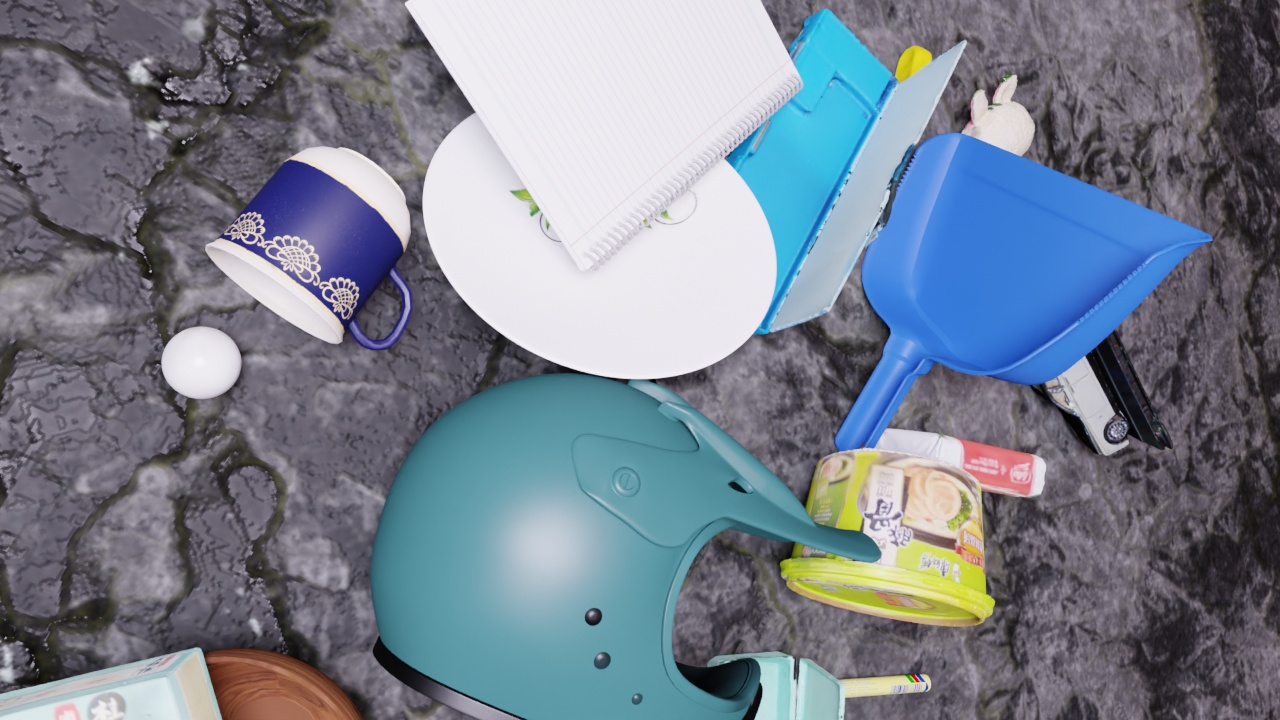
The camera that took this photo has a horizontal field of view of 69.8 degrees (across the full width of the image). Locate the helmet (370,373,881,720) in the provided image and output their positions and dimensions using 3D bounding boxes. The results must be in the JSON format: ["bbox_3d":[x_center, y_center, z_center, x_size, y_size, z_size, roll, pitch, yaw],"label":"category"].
[{"bbox_3d":[-0.010,0.113,0.537,0.274,0.177,0.200,26,79,-13],"label":"helmet"}]

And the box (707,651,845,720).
[{"bbox_3d":[0.097,0.307,0.637,0.077,0.093,0.188,6,86,-27],"label":"box"}]

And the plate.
[{"bbox_3d":[-0.024,-0.080,0.590,0.229,0.030,0.229,9,56,-14],"label":"plate"}]

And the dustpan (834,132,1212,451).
[{"bbox_3d":[0.232,-0.027,0.683,0.059,0.245,0.258,14,111,-30],"label":"dustpan"}]

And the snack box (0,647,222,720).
[{"bbox_3d":[-0.291,0.231,0.439,0.193,0.044,0.141,-13,95,1],"label":"snack box"}]

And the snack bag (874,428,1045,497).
[{"bbox_3d":[0.251,0.081,0.727,0.115,0.077,0.036,13,84,-25],"label":"snack bag"}]

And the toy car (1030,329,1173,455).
[{"bbox_3d":[0.372,0.002,0.795,0.071,0.094,0.192,-32,105,7],"label":"toy car"}]

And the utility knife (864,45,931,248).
[{"bbox_3d":[0.205,-0.172,0.741,0.020,0.029,0.172,19,82,-18],"label":"utility knife"}]

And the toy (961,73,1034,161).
[{"bbox_3d":[0.304,-0.183,0.776,0.087,0.050,0.112,-41,120,-27],"label":"toy"}]

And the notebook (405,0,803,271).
[{"bbox_3d":[-0.002,-0.194,0.574,0.244,0.013,0.178,-45,112,-30],"label":"notebook"}]

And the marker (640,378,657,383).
[{"bbox_3d":[-0.004,0.004,0.641,0.018,0.015,0.134,-24,100,3],"label":"marker"}]

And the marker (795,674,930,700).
[{"bbox_3d":[0.172,0.256,0.718,0.132,0.014,0.014,6,85,-26],"label":"marker"}]

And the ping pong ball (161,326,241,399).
[{"bbox_3d":[-0.243,0.001,0.509,0.040,0.040,0.040,1,88,-26],"label":"ping pong ball"}]

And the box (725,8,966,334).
[{"bbox_3d":[0.130,-0.142,0.654,0.094,0.115,0.243,36,74,-22],"label":"box"}]

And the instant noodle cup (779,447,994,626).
[{"bbox_3d":[0.179,0.127,0.659,0.146,0.146,0.097,22,69,-24],"label":"instant noodle cup"}]

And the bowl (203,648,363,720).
[{"bbox_3d":[-0.207,0.218,0.496,0.147,0.069,0.147,0,95,1],"label":"bowl"}]

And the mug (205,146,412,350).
[{"bbox_3d":[-0.170,-0.063,0.525,0.112,0.086,0.089,41,69,-25],"label":"mug"}]
